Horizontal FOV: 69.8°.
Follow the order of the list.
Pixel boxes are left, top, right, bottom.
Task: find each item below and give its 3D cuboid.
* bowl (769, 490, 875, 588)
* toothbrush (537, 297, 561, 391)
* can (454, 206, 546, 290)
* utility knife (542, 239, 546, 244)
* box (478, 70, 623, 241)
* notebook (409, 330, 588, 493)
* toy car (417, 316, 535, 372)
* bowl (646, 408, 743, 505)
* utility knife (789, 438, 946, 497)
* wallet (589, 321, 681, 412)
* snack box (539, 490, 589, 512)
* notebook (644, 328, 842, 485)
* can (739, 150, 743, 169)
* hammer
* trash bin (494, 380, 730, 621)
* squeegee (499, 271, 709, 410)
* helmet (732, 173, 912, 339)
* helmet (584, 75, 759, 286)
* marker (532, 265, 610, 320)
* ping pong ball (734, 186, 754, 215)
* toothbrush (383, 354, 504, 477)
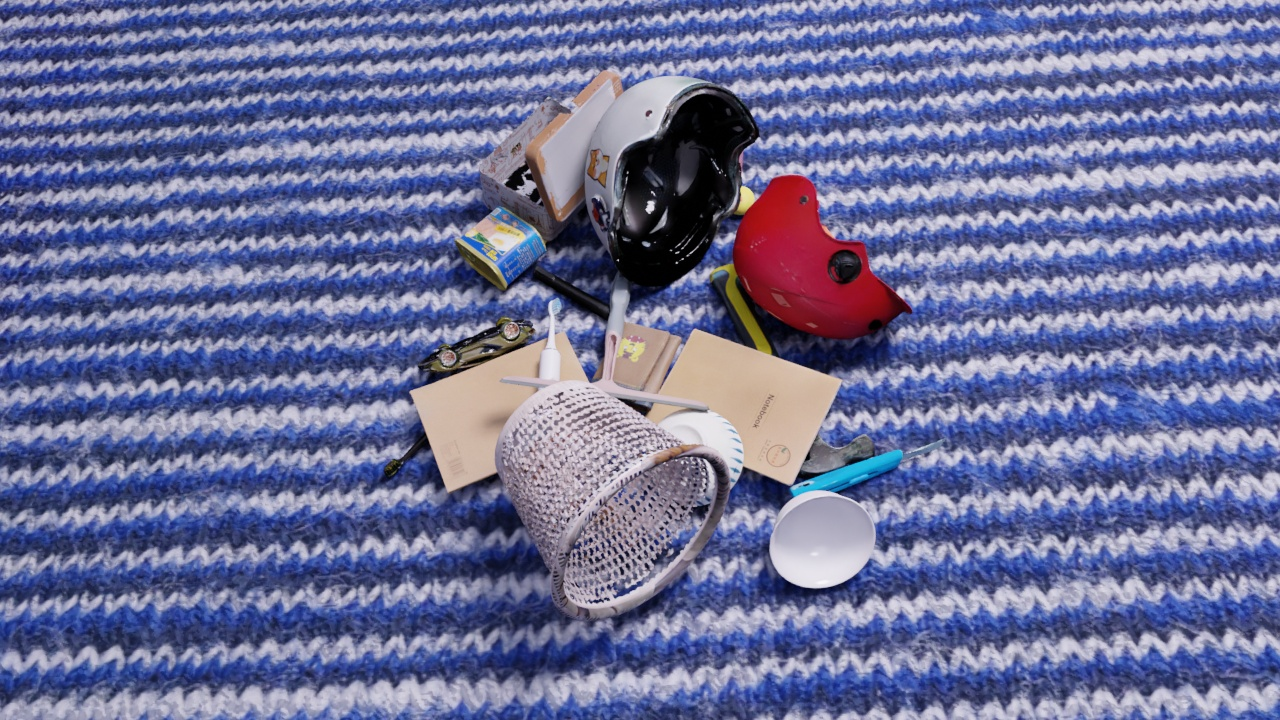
[{"bbox_3d":[0.197,0.189,1.033,0.118,0.118,0.064,-9,21,-1],"label":"bowl"},{"bbox_3d":[-0.113,0.017,1.139,0.026,0.026,0.220,-21,54,33],"label":"toothbrush"},{"bbox_3d":[-0.191,-0.156,1.262,0.083,0.057,0.102,-43,55,-15],"label":"can"},{"bbox_3d":[-0.136,-0.192,1.311,0.031,0.021,0.206,19,56,20],"label":"utility knife"},{"bbox_3d":[-0.120,-0.294,1.253,0.157,0.194,0.182,29,63,18],"label":"box"},{"bbox_3d":[-0.164,0.060,1.138,0.211,0.012,0.149,-23,62,-10],"label":"notebook"},{"bbox_3d":[-0.212,-0.017,1.191,0.158,0.070,0.042,-22,103,-8],"label":"toy car"},{"bbox_3d":[0.057,0.108,1.076,0.117,0.066,0.116,-7,71,21],"label":"bowl"},{"bbox_3d":[0.272,0.129,1.090,0.204,0.034,0.018,-19,48,-9],"label":"utility knife"},{"bbox_3d":[-0.007,0.007,1.177,0.090,0.033,0.115,14,58,22],"label":"wallet"},{"bbox_3d":[-0.107,0.110,1.129,0.077,0.027,0.155,-11,60,-3],"label":"snack box"},{"bbox_3d":[0.122,0.052,1.126,0.208,0.008,0.147,21,71,28],"label":"notebook"},{"bbox_3d":[0.113,-0.292,1.309,0.066,0.094,0.066,-1,60,2],"label":"can"},{"bbox_3d":[0.165,0.008,1.168,0.126,0.032,0.323,-20,61,-9],"label":"hammer"},{"bbox_3d":[-0.048,0.131,0.988,0.227,0.228,0.192,-36,51,-16],"label":"trash bin"},{"bbox_3d":[-0.033,-0.030,1.166,0.247,0.040,0.249,8,44,-1],"label":"squeegee"},{"bbox_3d":[0.210,-0.107,1.149,0.144,0.206,0.240,-41,91,8],"label":"helmet"},{"bbox_3d":[0.016,-0.251,1.206,0.229,0.275,0.157,-15,46,-37],"label":"helmet"},{"bbox_3d":[-0.091,-0.093,1.249,0.132,0.022,0.020,31,60,20],"label":"marker"},{"bbox_3d":[0.142,-0.226,1.300,0.040,0.040,0.040,-2,60,3],"label":"ping pong ball"},{"bbox_3d":[-0.242,0.070,1.161,0.026,0.027,0.212,39,69,18],"label":"toothbrush"}]
